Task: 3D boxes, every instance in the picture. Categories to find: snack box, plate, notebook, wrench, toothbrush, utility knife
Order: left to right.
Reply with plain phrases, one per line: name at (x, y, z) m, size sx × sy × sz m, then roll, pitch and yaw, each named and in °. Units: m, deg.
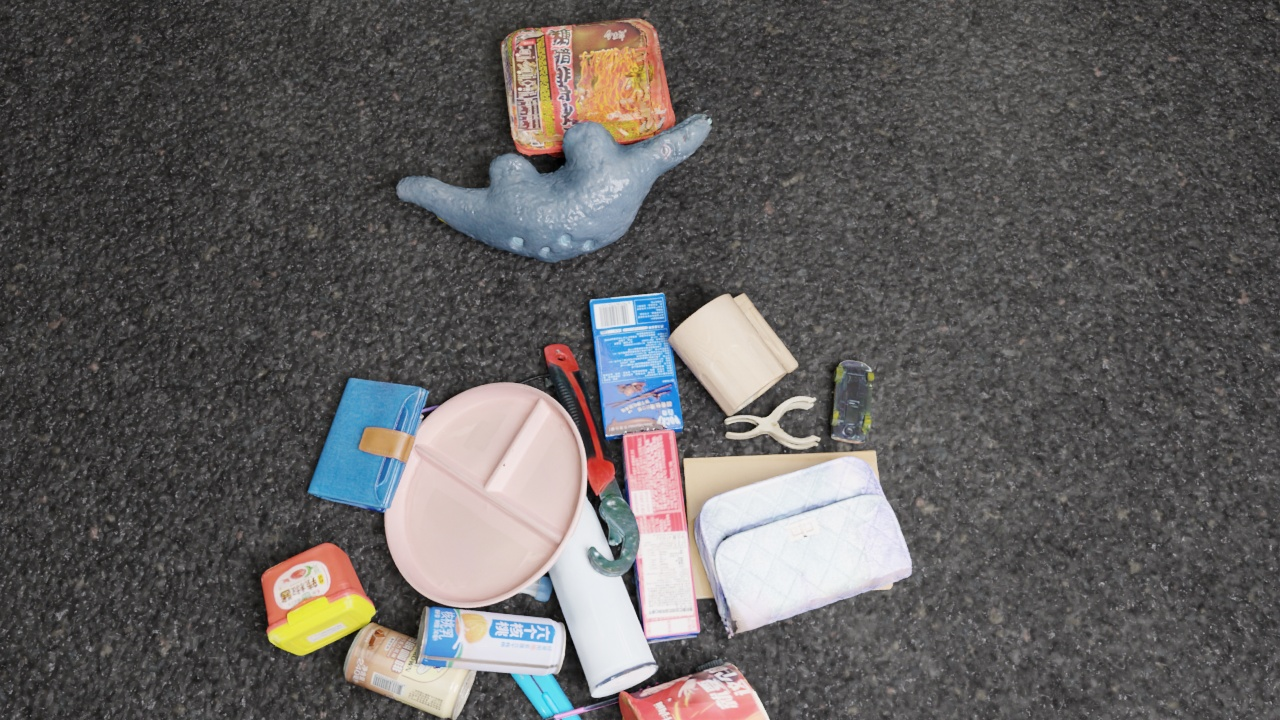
snack box at (-0.319, 0.232, 0.900) m, size 0.091 × 0.082 × 0.080 m, roll -25°, pitch 61°, yaw -10°
plate at (-0.154, 0.132, 0.918) m, size 0.230 × 0.028 × 0.229 m, roll -10°, pitch 64°, yaw 20°
toothbrush at (-0.165, 0.039, 0.995) m, size 0.189 × 0.014 × 0.016 m, roll -15°, pitch 85°, yaw -6°
utility knife at (-0.074, 0.352, 0.896) m, size 0.034 × 0.018 × 0.199 m, roll -36°, pitch 78°, yaw -12°
wrench at (-0.053, 0.092, 0.935) m, size 0.056 × 0.016 × 0.273 m, roll -1°, pitch 54°, yaw -24°
snack box at (-0.006, 0.006, 1.001) m, size 0.084 × 0.026 × 0.157 m, roll -6°, pitch 72°, yaw -4°
toothbrush at (-0.004, 0.324, 0.899) m, size 0.189 × 0.014 × 0.017 m, roll -11°, pitch 63°, yaw -11°
snack box at (0.017, 0.178, 0.932) m, size 0.058 × 0.057 × 0.207 m, roll -5°, pitch 72°, yaw -6°
notebook at (0.153, 0.170, 0.963) m, size 0.207 × 0.008 × 0.147 m, roll -2°, pitch 73°, yaw -2°

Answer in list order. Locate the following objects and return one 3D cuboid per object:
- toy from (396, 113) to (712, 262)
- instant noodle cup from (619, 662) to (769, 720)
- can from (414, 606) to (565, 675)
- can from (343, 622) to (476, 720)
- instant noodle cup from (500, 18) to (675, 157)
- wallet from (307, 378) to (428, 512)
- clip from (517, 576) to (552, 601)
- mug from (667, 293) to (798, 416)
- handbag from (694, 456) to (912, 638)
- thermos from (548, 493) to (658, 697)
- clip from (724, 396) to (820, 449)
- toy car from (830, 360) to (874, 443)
toy at (-0.083, -0.183, 1.014) m, size 0.356 × 0.091 × 0.138 m, roll -15°, pitch 99°, yaw 1°
instant noodle cup at (0.056, 0.349, 0.844) m, size 0.108 × 0.138 × 0.138 m, roll -20°, pitch 74°, yaw -16°
can at (-0.142, 0.267, 0.870) m, size 0.134 × 0.053 × 0.053 m, roll 11°, pitch 71°, yaw -16°
can at (-0.222, 0.300, 0.887) m, size 0.116 × 0.058 × 0.058 m, roll 19°, pitch 73°, yaw 5°
instant noodle cup at (-0.062, -0.311, 1.073) m, size 0.189 × 0.079 × 0.164 m, roll -7°, pitch 73°, yaw -2°
wallet at (-0.282, 0.086, 0.954) m, size 0.106 × 0.040 × 0.133 m, roll 7°, pitch 71°, yaw 23°
clip at (-0.118, 0.229, 0.935) m, size 0.057 × 0.031 × 0.025 m, roll 14°, pitch 74°, yaw -6°
mug at (0.105, -0.011, 0.983) m, size 0.124 × 0.084 × 0.103 m, roll -27°, pitch 76°, yaw -44°
handbag at (0.156, 0.181, 0.915) m, size 0.194 × 0.076 × 0.134 m, roll -17°, pitch 74°, yaw -6°
thermos at (-0.057, 0.209, 0.899) m, size 0.073 × 0.073 × 0.224 m, roll -21°, pitch 61°, yaw -8°
clip at (0.148, 0.079, 0.979) m, size 0.103 × 0.035 × 0.092 m, roll -26°, pitch 74°, yaw -4°
toy car at (0.226, 0.044, 0.990) m, size 0.042 × 0.035 × 0.090 m, roll 9°, pitch 72°, yaw 0°
